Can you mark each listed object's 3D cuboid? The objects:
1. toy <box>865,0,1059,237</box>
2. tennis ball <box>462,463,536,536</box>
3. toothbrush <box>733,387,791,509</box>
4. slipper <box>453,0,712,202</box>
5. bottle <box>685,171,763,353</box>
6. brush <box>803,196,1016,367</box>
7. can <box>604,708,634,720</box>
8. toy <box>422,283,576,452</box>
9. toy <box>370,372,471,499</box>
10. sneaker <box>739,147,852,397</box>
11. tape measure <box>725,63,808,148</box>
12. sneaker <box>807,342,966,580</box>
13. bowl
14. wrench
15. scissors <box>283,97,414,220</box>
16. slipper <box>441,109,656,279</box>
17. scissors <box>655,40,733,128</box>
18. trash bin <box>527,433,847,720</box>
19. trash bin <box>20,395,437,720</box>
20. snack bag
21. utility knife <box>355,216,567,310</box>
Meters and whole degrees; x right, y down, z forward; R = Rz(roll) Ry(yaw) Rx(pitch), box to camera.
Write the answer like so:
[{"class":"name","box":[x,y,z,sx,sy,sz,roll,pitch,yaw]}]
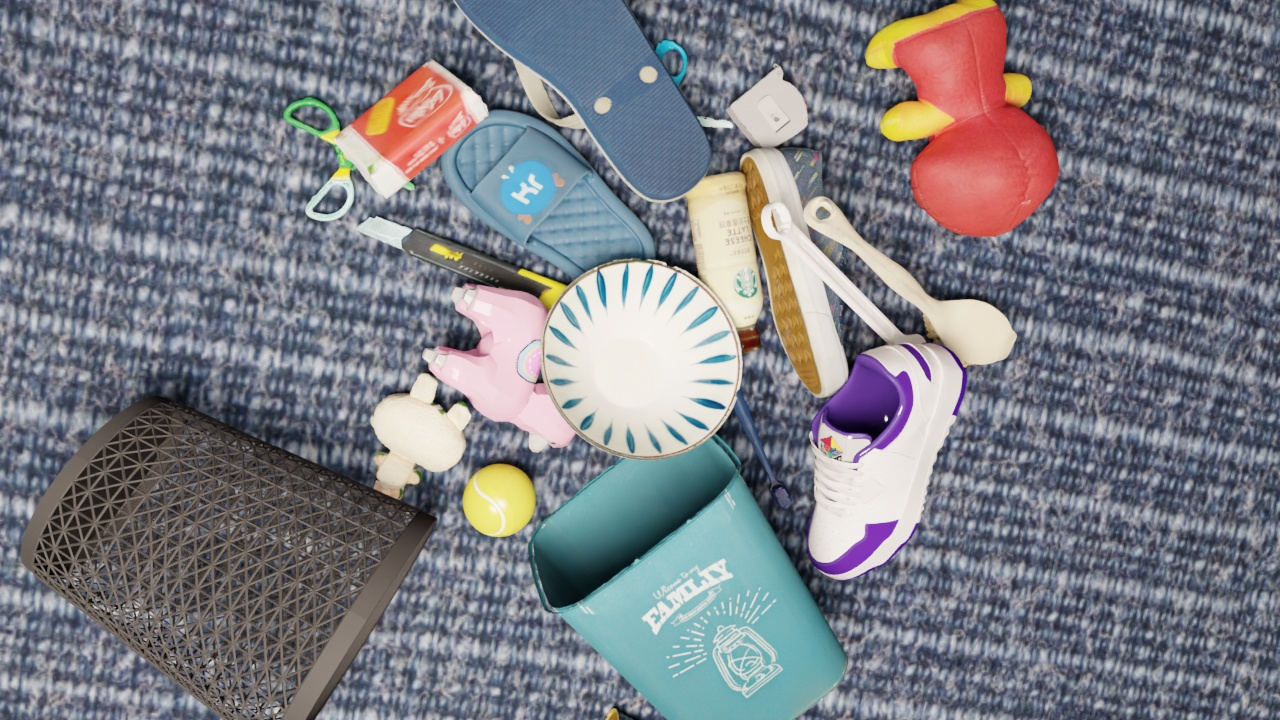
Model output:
[{"class":"toy","box":[0.298,-0.216,0.833,0.147,0.098,0.216,-21,94,3]},{"class":"tennis ball","box":[-0.127,0.126,0.828,0.065,0.065,0.065,-1,96,-8]},{"class":"toothbrush","box":[0.102,0.058,0.875,0.016,0.017,0.190,-26,99,-5]},{"class":"slipper","box":[-0.050,-0.261,0.798,0.118,0.060,0.295,-41,95,-5]},{"class":"bottle","box":[0.079,-0.087,0.835,0.056,0.056,0.162,-11,98,-6]},{"class":"brush","box":[0.239,-0.069,0.823,0.272,0.077,0.062,30,72,-30]},{"class":"can","box":[-0.023,0.393,0.879,0.059,0.054,0.100,31,91,-9]},{"class":"toy","box":[-0.108,0.006,0.812,0.157,0.067,0.123,28,84,-27]},{"class":"toy","box":[-0.199,0.067,0.820,0.087,0.050,0.112,30,100,-5]},{"class":"sneaker","box":[0.160,-0.085,0.835,0.079,0.087,0.235,-17,95,-11]},{"class":"tape measure","box":[0.120,-0.228,0.843,0.060,0.020,0.062,-40,100,-2]},{"class":"sneaker","box":[0.195,0.094,0.821,0.111,0.092,0.244,7,111,-36]},{"class":"bowl","box":[-0.005,0.005,0.812,0.177,0.071,0.177,3,76,-12]},{"class":"wrench","box":[0.190,-0.055,0.814,0.273,0.009,0.047,36,61,-36]},{"class":"scissors","box":[-0.258,-0.177,0.803,0.125,0.011,0.131,28,89,-10]},{"class":"slipper","box":[-0.074,-0.139,0.809,0.213,0.059,0.104,37,88,-11]},{"class":"scissors","box":[0.018,-0.222,0.836,0.133,0.014,0.127,-18,103,-9]},{"class":"trash bin","box":[0.048,0.205,0.805,0.196,0.199,0.218,-37,106,-2]},{"class":"trash bin","box":[-0.328,0.160,0.742,0.243,0.217,0.217,32,91,-3]},{"class":"snack bag","box":[-0.194,-0.197,0.774,0.116,0.036,0.077,-42,57,-8]},{"class":"utility knife","box":[-0.155,-0.087,0.825,0.203,0.020,0.029,20,92,-8]}]
